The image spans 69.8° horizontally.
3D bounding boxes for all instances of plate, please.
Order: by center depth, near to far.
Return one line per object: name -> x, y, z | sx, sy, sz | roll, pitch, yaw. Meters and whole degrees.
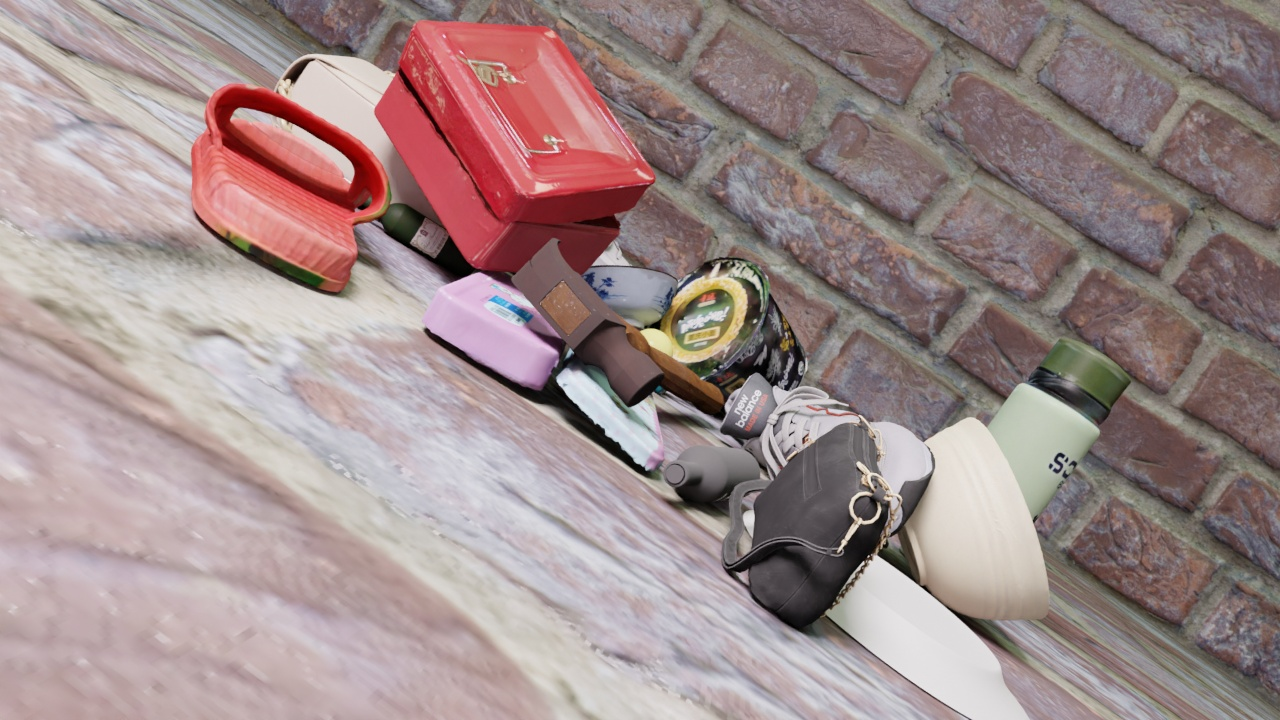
plate -> 0.141, 0.136, 0.517 | 0.188, 0.016, 0.188 | 33, 7, -5

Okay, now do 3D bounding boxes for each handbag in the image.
handbag -> 0.083, 0.068, 0.427 | 0.054, 0.079, 0.128 | 37, 15, 0
handbag -> -0.184, -0.176, 0.762 | 0.208, 0.103, 0.210 | 33, 11, -14

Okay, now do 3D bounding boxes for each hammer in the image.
hammer -> 0.008, 0.001, 0.610 | 0.115, 0.033, 0.323 | 48, 6, 20

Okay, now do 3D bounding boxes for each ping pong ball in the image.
ping pong ball -> 0.009, -0.008, 0.812 | 0.040, 0.040, 0.040 | 33, 7, -5

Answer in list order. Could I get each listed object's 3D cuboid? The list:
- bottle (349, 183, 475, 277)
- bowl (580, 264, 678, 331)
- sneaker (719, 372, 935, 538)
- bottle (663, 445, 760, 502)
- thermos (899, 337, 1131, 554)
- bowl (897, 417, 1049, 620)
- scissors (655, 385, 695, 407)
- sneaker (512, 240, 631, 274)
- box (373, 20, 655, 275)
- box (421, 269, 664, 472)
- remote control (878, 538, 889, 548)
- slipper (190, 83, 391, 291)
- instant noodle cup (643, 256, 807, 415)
bottle -> -0.165, -0.096, 0.662 | 0.106, 0.025, 0.025 | 32, 7, -21
bowl -> -0.023, -0.049, 0.830 | 0.114, 0.045, 0.114 | 1, -11, 0
sneaker -> 0.125, 0.065, 0.715 | 0.124, 0.089, 0.240 | 29, -1, -5
bottle -> 0.037, 0.061, 0.492 | 0.030, 0.030, 0.113 | 37, 7, 21
thermos -> 0.317, 0.089, 0.780 | 0.082, 0.231, 0.082 | 33, 7, -4
bowl -> 0.231, 0.124, 0.676 | 0.150, 0.075, 0.150 | -15, 89, -84
scissors -> -0.010, 0.000, 0.759 | 0.148, 0.019, 0.123 | 37, 6, 6
sneaker -> -0.051, -0.116, 0.923 | 0.263, 0.129, 0.096 | 35, 7, -12
box -> -0.092, -0.140, 0.631 | 0.133, 0.111, 0.157 | -11, 64, -47
box -> -0.048, -0.003, 0.563 | 0.151, 0.035, 0.214 | 37, 6, -7
remote control -> 0.192, 0.134, 0.793 | 0.033, 0.013, 0.136 | 35, 6, 5
slipper -> -0.186, -0.106, 0.496 | 0.103, 0.059, 0.248 | 31, 9, -26
instant noodle cup -> 0.085, -0.011, 0.865 | 0.112, 0.137, 0.137 | 41, 1, -41
